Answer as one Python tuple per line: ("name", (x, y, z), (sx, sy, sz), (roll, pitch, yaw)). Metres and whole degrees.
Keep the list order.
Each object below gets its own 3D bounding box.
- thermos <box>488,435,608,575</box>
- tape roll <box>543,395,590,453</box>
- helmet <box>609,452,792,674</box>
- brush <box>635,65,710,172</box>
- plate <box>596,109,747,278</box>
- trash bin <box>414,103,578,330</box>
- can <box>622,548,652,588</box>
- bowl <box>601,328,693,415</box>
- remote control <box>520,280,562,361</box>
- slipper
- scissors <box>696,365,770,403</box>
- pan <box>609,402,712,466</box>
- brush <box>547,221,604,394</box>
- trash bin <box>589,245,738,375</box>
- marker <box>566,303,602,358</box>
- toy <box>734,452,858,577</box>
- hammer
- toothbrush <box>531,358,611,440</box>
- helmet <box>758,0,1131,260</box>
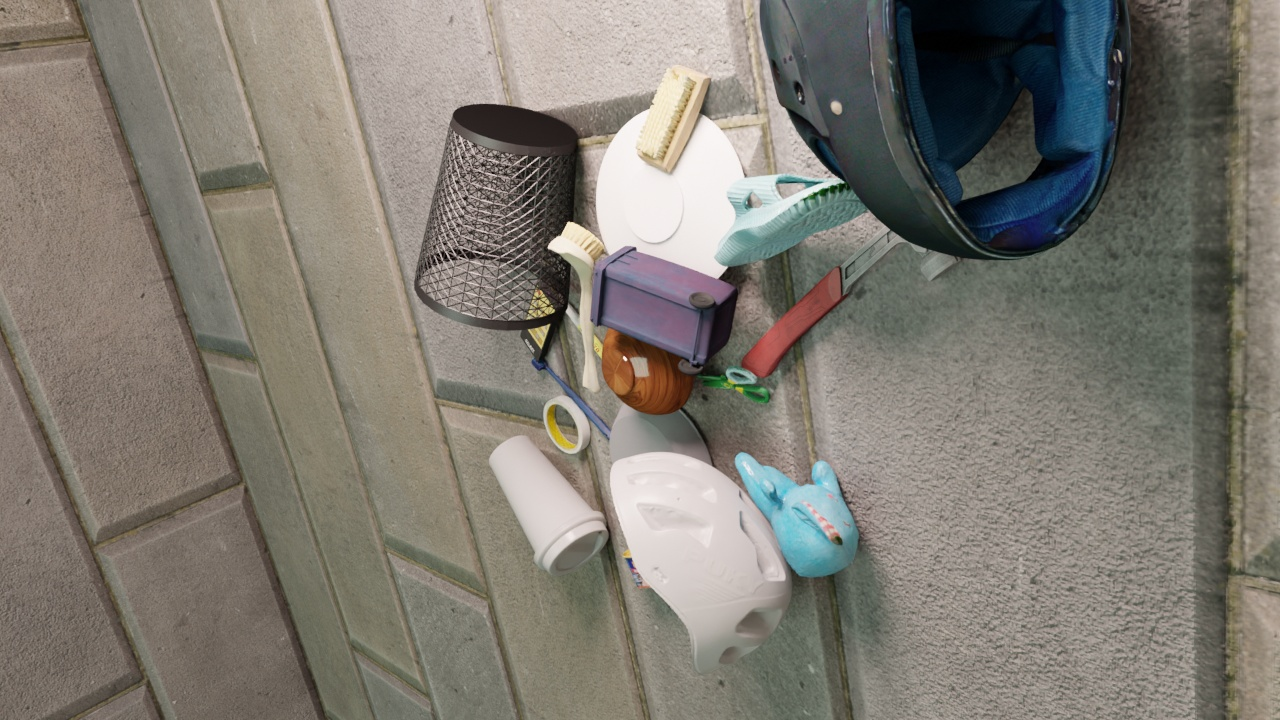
("thermos", (-0.159, 0.230, 1.503), (0.222, 0.131, 0.132), (50, 139, 28))
("tape roll", (-0.118, 0.102, 1.461), (0.094, 0.019, 0.094), (25, 127, 38))
("helmet", (0.064, 0.230, 1.133), (0.184, 0.224, 0.282), (-45, 88, 7))
("brush", (0.033, -0.279, 1.050), (0.049, 0.039, 0.117), (34, 110, 32))
("plate", (0.023, -0.188, 1.101), (0.230, 0.030, 0.229), (10, 106, 38))
("trash bin", (-0.185, -0.200, 1.239), (0.217, 0.216, 0.244), (34, 126, 32))
("can", (0.025, 0.309, 1.386), (0.100, 0.053, 0.059), (-16, 99, 51))
("bowl", (-0.007, 0.007, 1.172), (0.147, 0.068, 0.147), (25, 124, 43))
("remote control", (-0.154, -0.059, 1.408), (0.058, 0.013, 0.134), (53, 144, 23))
("slipper", (0.143, -0.152, 0.926), (0.277, 0.116, 0.069), (157, 102, -74))
("scissors", (0.107, 0.024, 1.156), (0.131, 0.014, 0.071), (11, 148, 51))
("pan", (0.078, 0.180, 1.271), (0.357, 0.050, 0.201), (35, 132, 35))
("brush", (-0.075, -0.064, 1.245), (0.062, 0.077, 0.273), (40, 146, 43))
("trash bin", (0.022, -0.066, 1.076), (0.161, 0.092, 0.094), (22, 126, 22))
("marker", (-0.072, -0.032, 1.341), (0.132, 0.014, 0.014), (52, 139, 15))
("toy", (0.191, 0.172, 1.096), (0.180, 0.115, 0.183), (49, 177, 21))
("hammer", (0.201, -0.071, 1.006), (0.126, 0.036, 0.317), (57, 141, 12))
("toothbrush", (-0.107, 0.058, 1.426), (0.190, 0.017, 0.016), (44, 138, 23))
("helmet", (0.225, -0.242, 0.727), (0.236, 0.249, 0.316), (-145, 37, -71))
